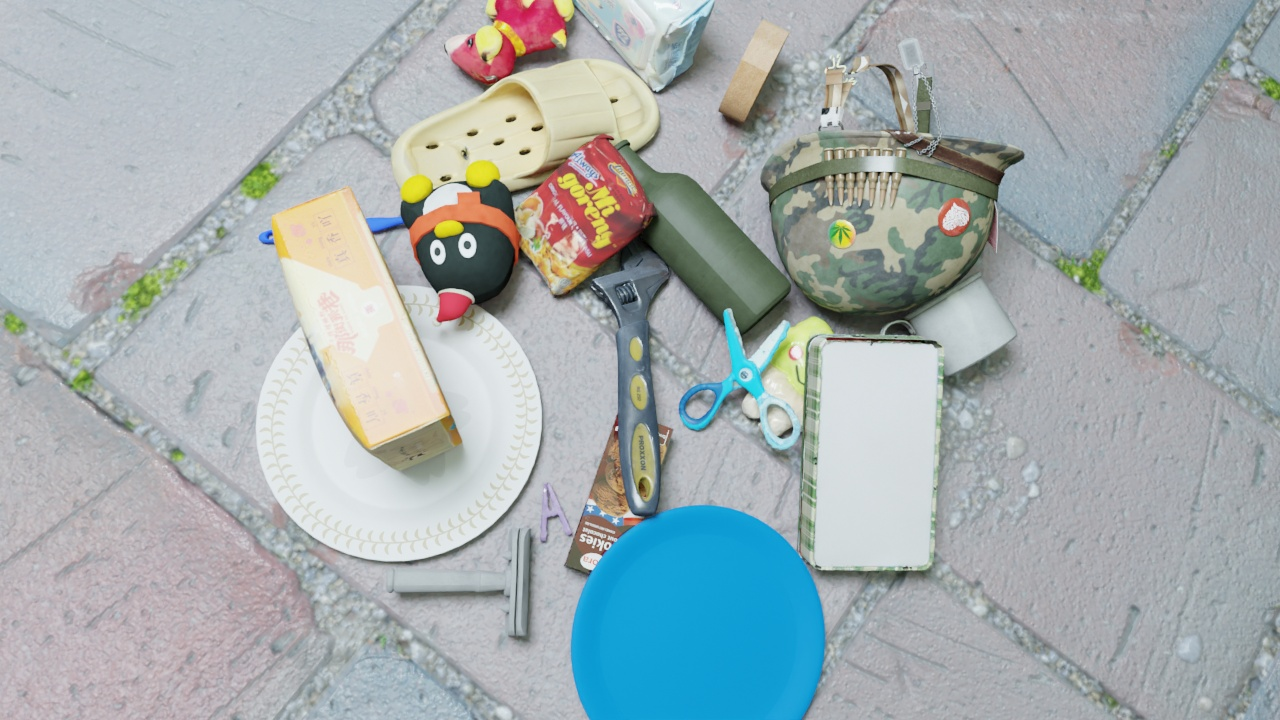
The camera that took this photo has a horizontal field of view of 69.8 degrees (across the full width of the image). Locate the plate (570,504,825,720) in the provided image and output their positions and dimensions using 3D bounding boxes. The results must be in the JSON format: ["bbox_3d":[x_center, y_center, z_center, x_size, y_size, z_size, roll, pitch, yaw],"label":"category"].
[{"bbox_3d":[0.049,0.235,0.777,0.224,0.024,0.224,2,83,-15],"label":"plate"}]

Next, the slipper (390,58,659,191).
[{"bbox_3d":[-0.106,-0.223,0.850,0.261,0.079,0.111,-22,77,-11],"label":"slipper"}]

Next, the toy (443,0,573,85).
[{"bbox_3d":[-0.115,-0.316,0.876,0.105,0.067,0.137,25,66,23],"label":"toy"}]

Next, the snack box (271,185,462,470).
[{"bbox_3d":[-0.220,-0.015,0.733,0.080,0.145,0.195,-24,81,-12],"label":"snack box"}]

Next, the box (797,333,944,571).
[{"bbox_3d":[0.199,0.079,0.803,0.117,0.050,0.205,0,93,-4],"label":"box"}]

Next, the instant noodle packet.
[{"bbox_3d":[-0.056,-0.129,0.827,0.136,0.039,0.098,-37,78,24],"label":"instant noodle packet"}]

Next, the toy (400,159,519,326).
[{"bbox_3d":[-0.151,-0.097,0.795,0.097,0.100,0.119,-12,61,6],"label":"toy"}]

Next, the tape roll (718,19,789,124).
[{"bbox_3d":[0.108,-0.276,0.878,0.027,0.094,0.094,27,75,0],"label":"tape roll"}]

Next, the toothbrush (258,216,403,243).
[{"bbox_3d":[-0.255,-0.122,0.841,0.182,0.018,0.016,-8,78,-6],"label":"toothbrush"}]

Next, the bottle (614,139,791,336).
[{"bbox_3d":[0.046,-0.118,0.844,0.071,0.071,0.207,-41,86,-14],"label":"bottle"}]

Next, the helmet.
[{"bbox_3d":[0.217,-0.162,0.807,0.192,0.225,0.236,1,74,-51],"label":"helmet"}]

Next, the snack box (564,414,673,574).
[{"bbox_3d":[-0.019,0.119,0.802,0.051,0.032,0.140,20,75,-2],"label":"snack box"}]

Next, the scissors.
[{"bbox_3d":[0.085,0.022,0.816,0.134,0.012,0.134,-15,97,21],"label":"scissors"}]

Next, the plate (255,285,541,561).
[{"bbox_3d":[-0.208,0.052,0.803,0.242,0.016,0.242,1,77,-6],"label":"plate"}]

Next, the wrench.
[{"bbox_3d":[-0.004,0.005,0.811,0.073,0.022,0.272,3,63,-15],"label":"wrench"}]

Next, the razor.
[{"bbox_3d":[-0.150,0.182,0.759,0.116,0.047,0.088,3,76,-12],"label":"razor"}]

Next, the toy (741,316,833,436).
[{"bbox_3d":[0.146,0.020,0.839,0.115,0.046,0.092,-42,91,-6],"label":"toy"}]

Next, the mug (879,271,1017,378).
[{"bbox_3d":[0.282,-0.025,0.847,0.113,0.084,0.070,-31,85,-5],"label":"mug"}]

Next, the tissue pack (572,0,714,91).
[{"bbox_3d":[-0.013,-0.355,0.873,0.070,0.112,0.182,-41,84,-15],"label":"tissue pack"}]

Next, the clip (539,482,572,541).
[{"bbox_3d":[-0.081,0.136,0.801,0.046,0.014,0.050,-39,87,-11],"label":"clip"}]
